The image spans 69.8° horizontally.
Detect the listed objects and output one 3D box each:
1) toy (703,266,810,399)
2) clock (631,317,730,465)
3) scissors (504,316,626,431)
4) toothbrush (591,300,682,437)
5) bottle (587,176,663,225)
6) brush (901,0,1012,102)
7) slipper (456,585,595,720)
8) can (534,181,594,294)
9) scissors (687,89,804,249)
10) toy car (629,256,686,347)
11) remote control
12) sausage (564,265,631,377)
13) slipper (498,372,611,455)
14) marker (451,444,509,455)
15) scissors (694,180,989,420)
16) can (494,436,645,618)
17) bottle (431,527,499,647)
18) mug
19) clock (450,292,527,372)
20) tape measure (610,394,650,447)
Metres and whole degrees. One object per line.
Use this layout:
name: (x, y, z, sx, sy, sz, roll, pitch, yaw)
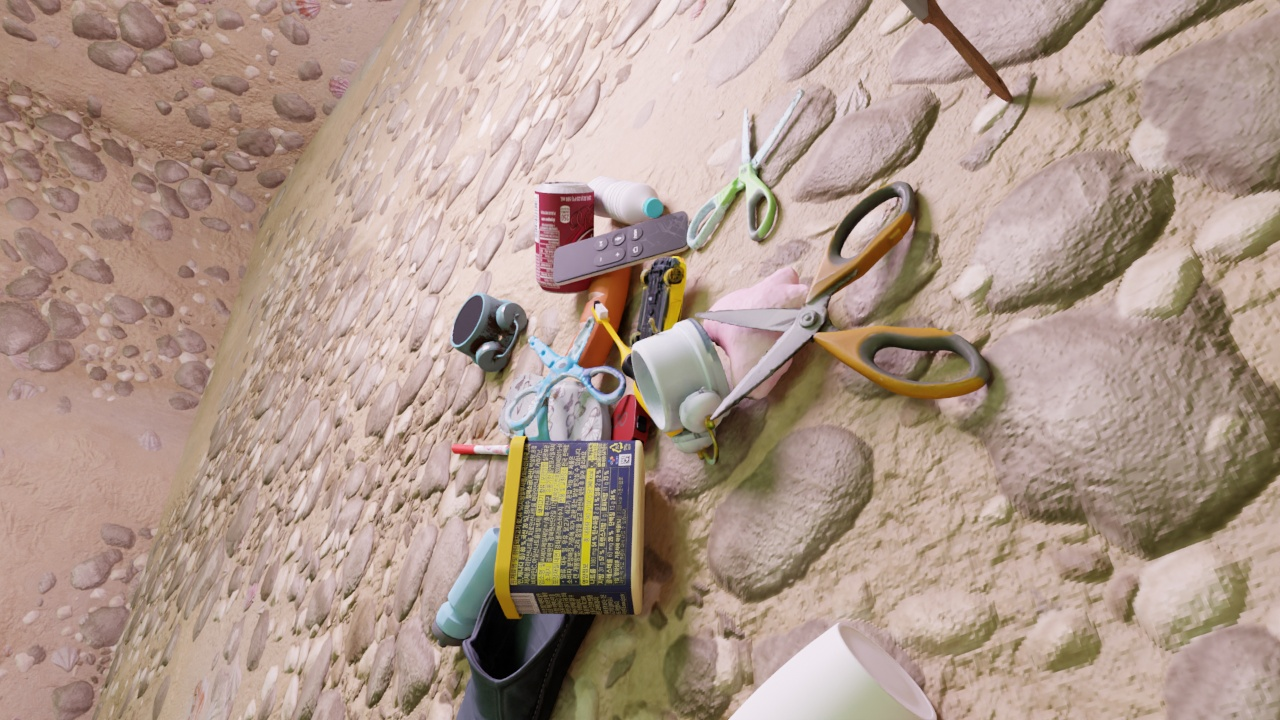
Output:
toy: (0.091, -0.028, 0.696, 0.093, 0.050, 0.102, -48, 39, 17)
clock: (0.037, 0.025, 0.708, 0.083, 0.057, 0.117, 95, 152, -63)
scissors: (-0.066, 0.015, 0.847, 0.140, 0.011, 0.133, 13, 60, 33)
toothbrush: (-0.005, 0.005, 0.815, 0.196, 0.031, 0.031, -125, 33, -46)
bottle: (-0.016, -0.167, 0.967, 0.044, 0.044, 0.136, -63, 31, 1)
brush: (0.197, -0.212, 0.587, 0.008, 0.143, 0.045, -30, 35, 40)
slipper: (-0.116, 0.246, 0.767, 0.109, 0.083, 0.265, 27, 92, 57)
can: (-0.081, -0.132, 0.982, 0.063, 0.063, 0.114, 30, 123, 59)
scissors: (0.092, -0.168, 0.835, 0.166, 0.024, 0.171, -41, 35, 42)
toy car: (0.018, -0.043, 0.834, 0.049, 0.030, 0.107, 13, 92, 58)
remote control: (-0.020, -0.110, 0.904, 0.147, 0.008, 0.045, -13, 57, 21)
sausage: (-0.038, -0.056, 0.915, 0.039, 0.044, 0.164, 115, 169, -66)
slipper: (-0.100, 0.053, 0.906, 0.098, 0.054, 0.269, -66, 26, 0)
marker: (-0.179, 0.101, 1.040, 0.142, 0.012, 0.012, -7, 61, 54)
scissors: (0.138, -0.038, 0.623, 0.226, 0.016, 0.229, 12, 63, 40)
can: (-0.051, 0.130, 0.721, 0.075, 0.104, 0.135, 85, -175, -54)
bottle: (-0.162, 0.225, 0.893, 0.130, 0.040, 0.040, -58, 31, 8)
mug: (0.111, 0.205, 0.478, 0.114, 0.081, 0.088, 44, 100, 26)
clock: (-0.183, -0.035, 1.109, 0.124, 0.053, 0.090, 21, 85, 56)
tape measure: (-0.008, 0.056, 0.808, 0.059, 0.019, 0.051, -17, 53, 63)
